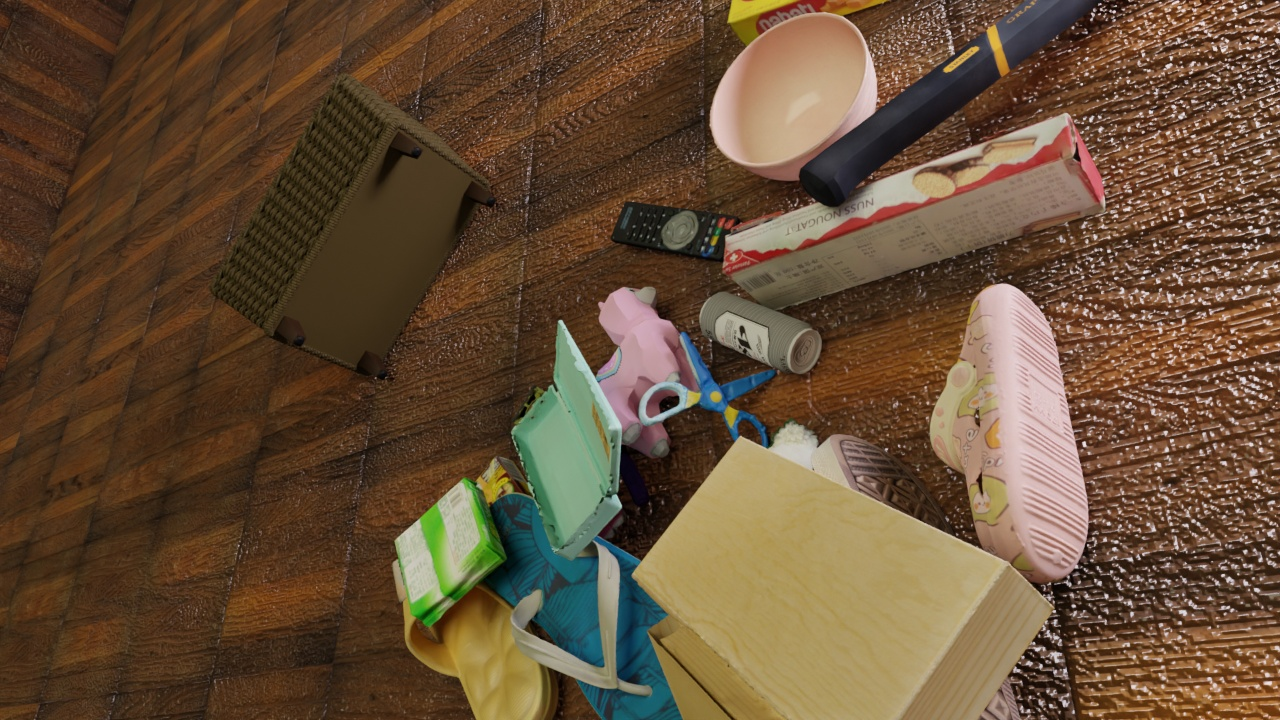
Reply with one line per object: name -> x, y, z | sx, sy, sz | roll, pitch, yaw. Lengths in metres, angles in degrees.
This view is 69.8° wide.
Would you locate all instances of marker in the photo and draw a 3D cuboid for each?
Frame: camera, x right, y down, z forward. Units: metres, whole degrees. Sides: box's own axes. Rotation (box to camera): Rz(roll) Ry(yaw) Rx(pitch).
marker -> -0.021, 0.078, 0.837 | 0.133, 0.015, 0.018 | 61, 142, 41

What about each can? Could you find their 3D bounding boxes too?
can -> 0.098, -0.024, 0.766 | 0.107, 0.044, 0.044 | 27, 88, 45

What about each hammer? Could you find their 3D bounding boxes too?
hammer -> 0.253, -0.216, 0.672 | 0.312, 0.035, 0.139 | -37, 34, 0

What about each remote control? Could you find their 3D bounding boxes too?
remote control -> 0.033, -0.125, 0.892 | 0.141, 0.021, 0.045 | 16, 81, 39

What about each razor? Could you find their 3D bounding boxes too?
razor -> -0.076, 0.059, 0.881 | 0.144, 0.021, 0.044 | 19, 74, 50

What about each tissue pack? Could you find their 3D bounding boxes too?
tissue pack -> -0.172, 0.168, 0.816 | 0.099, 0.034, 0.114 | -41, 38, 5

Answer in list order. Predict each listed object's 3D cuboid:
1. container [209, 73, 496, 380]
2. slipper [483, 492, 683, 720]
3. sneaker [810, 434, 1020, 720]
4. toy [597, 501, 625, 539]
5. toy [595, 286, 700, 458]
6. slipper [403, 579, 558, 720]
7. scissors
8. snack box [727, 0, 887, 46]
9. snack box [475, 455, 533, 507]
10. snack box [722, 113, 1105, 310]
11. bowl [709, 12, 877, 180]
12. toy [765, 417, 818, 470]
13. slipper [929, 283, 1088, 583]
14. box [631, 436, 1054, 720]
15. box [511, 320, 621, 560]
container -> -0.341, -0.149, 1.126 | 0.205, 0.176, 0.321 | 35, 94, 42
slipper -> -0.050, 0.198, 0.750 | 0.295, 0.060, 0.118 | 32, 82, 36
sneaker -> 0.157, 0.168, 0.599 | 0.097, 0.091, 0.245 | -45, 46, 37
toy -> -0.057, 0.119, 0.830 | 0.065, 0.050, 0.102 | -50, 51, 3
toy -> -0.005, 0.005, 0.827 | 0.123, 0.067, 0.157 | -51, 41, 10
slipper -> -0.164, 0.237, 0.842 | 0.099, 0.078, 0.263 | -51, 45, 5
scissors -> 0.058, 0.033, 0.746 | 0.125, 0.126, 0.013 | 65, 158, 13
snack box -> 0.181, -0.371, 0.869 | 0.201, 0.042, 0.092 | -5, 65, 39
snack box -> -0.117, 0.158, 0.875 | 0.061, 0.025, 0.149 | -52, 45, 7
snack box -> 0.196, -0.105, 0.700 | 0.274, 0.076, 0.044 | -16, 56, 36
bowl -> 0.143, -0.217, 0.801 | 0.153, 0.076, 0.152 | -18, 59, 33
toy -> 0.111, 0.107, 0.691 | 0.096, 0.041, 0.109 | -36, 52, 4
slipper -> 0.226, 0.045, 0.593 | 0.082, 0.093, 0.197 | -22, 55, 45
box -> 0.090, 0.189, 0.534 | 0.248, 0.118, 0.252 | -159, 71, -66
box -> -0.059, 0.063, 0.789 | 0.138, 0.055, 0.187 | -61, 30, 19
